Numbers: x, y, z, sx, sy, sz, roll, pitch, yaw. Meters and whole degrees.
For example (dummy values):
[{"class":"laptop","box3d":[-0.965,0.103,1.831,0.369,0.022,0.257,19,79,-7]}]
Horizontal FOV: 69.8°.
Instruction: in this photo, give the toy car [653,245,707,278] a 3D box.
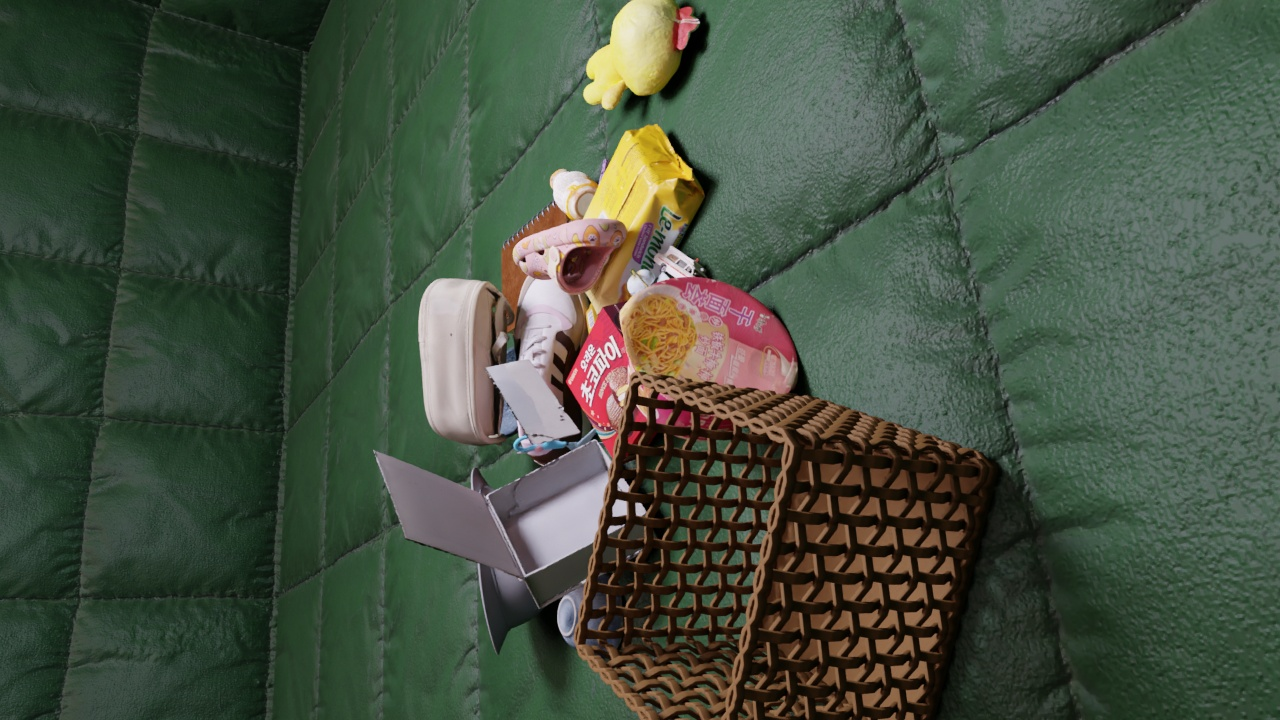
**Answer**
[{"class":"toy car","box3d":[0.058,-0.101,1.070,0.039,0.039,0.113,-54,37,4]}]

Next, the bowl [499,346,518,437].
[{"class":"bowl","box3d":[-0.171,0.050,1.379,0.137,0.057,0.137,-21,65,55]}]

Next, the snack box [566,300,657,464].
[{"class":"snack box","box3d":[-0.022,0.029,1.100,0.132,0.035,0.152,57,143,22]}]

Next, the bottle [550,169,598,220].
[{"class":"bottle","box3d":[-0.096,-0.242,1.321,0.109,0.063,0.063,49,123,51]}]

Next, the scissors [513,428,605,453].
[{"class":"scissors","box3d":[-0.096,0.125,1.189,0.015,0.135,0.130,-96,9,-47]}]

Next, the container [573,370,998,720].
[{"class":"container","box3d":[0.110,0.163,0.752,0.220,0.213,0.251,21,101,58]}]

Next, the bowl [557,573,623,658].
[{"class":"bowl","box3d":[-0.070,0.321,1.154,0.111,0.055,0.110,-22,63,54]}]

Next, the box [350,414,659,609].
[{"class":"box","box3d":[-0.153,0.161,1.056,0.165,0.330,0.167,-58,37,12]}]

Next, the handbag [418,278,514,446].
[{"class":"handbag","box3d":[-0.211,0.008,1.274,0.132,0.184,0.229,5,86,19]}]

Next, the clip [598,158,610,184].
[{"class":"clip","box3d":[-0.047,-0.259,1.285,0.013,0.032,0.051,-28,57,54]}]

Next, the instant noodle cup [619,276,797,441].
[{"class":"instant noodle cup","box3d":[0.061,0.006,0.928,0.078,0.178,0.178,110,151,-49]}]

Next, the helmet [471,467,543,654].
[{"class":"helmet","box3d":[-0.162,0.263,1.269,0.184,0.117,0.270,87,172,-50]}]

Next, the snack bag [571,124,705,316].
[{"class":"snack bag","box3d":[-0.015,-0.173,1.172,0.248,0.068,0.159,-61,36,30]}]

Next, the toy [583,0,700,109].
[{"class":"toy","box3d":[-0.010,-0.402,1.198,0.208,0.092,0.133,-22,61,57]}]

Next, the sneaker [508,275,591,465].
[{"class":"sneaker","box3d":[-0.137,-0.003,1.245,0.112,0.116,0.293,-6,74,18]}]

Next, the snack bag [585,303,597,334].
[{"class":"snack bag","box3d":[-0.057,-0.038,1.252,0.026,0.020,0.099,-49,45,48]}]

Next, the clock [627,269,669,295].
[{"class":"clock","box3d":[0.026,-0.062,1.032,0.057,0.117,0.083,-39,43,1]}]

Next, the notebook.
[{"class":"notebook","box3d":[-0.162,-0.149,1.443,0.226,0.024,0.167,-26,63,53]}]

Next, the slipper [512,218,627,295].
[{"class":"slipper","box3d":[-0.089,-0.122,1.134,0.198,0.093,0.081,-12,83,56]}]
